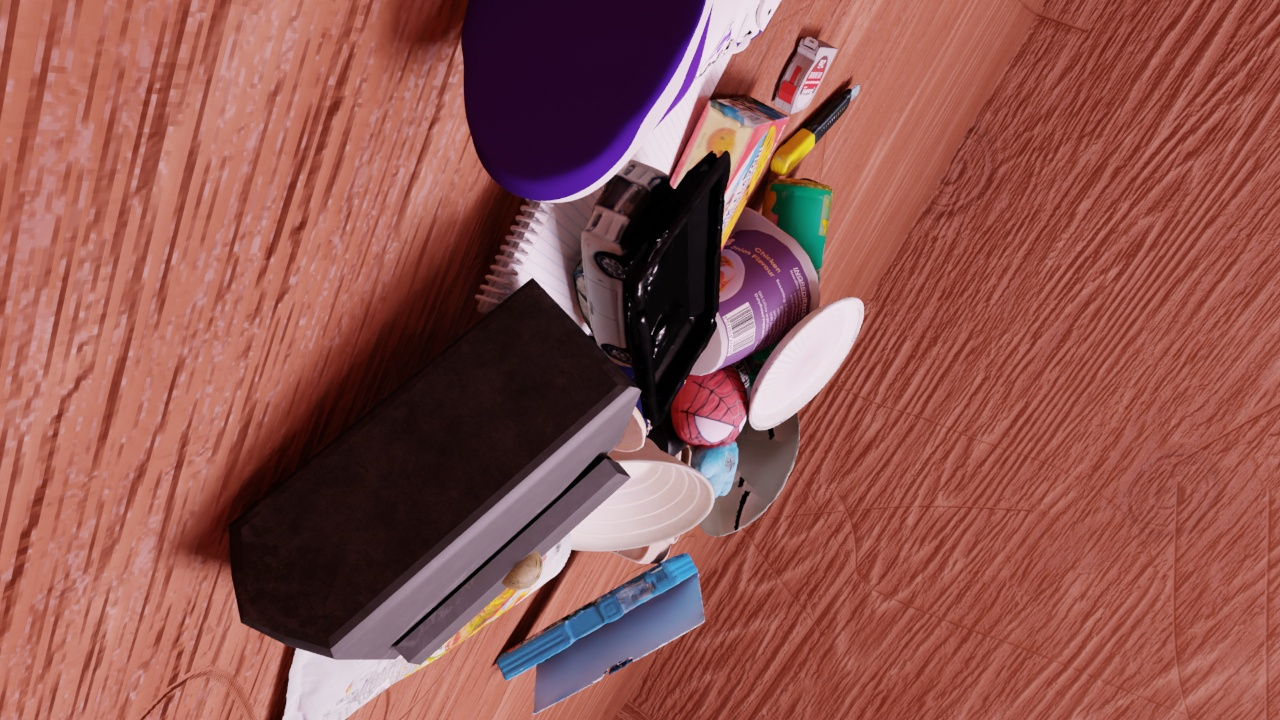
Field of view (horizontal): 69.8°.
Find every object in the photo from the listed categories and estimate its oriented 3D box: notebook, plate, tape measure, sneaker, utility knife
[{"bbox_3d":[-0.006,-0.124,0.535,0.245,0.013,0.178,-63,166,0],"label":"notebook"},{"bbox_3d":[0.155,0.002,0.871,0.156,0.014,0.157,-35,151,-23],"label":"plate"},{"bbox_3d":[0.139,-0.244,0.781,0.060,0.020,0.062,-32,152,-59],"label":"tape measure"},{"bbox_3d":[0.010,-0.160,0.395,0.244,0.092,0.111,-61,164,-12],"label":"sneaker"},{"bbox_3d":[0.185,-0.242,0.939,0.187,0.020,0.029,-45,162,-36],"label":"utility knife"}]

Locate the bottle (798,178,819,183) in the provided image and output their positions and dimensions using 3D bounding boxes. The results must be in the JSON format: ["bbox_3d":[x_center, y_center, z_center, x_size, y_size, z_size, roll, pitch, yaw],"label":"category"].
[{"bbox_3d":[0.164,-0.130,1.033,0.056,0.056,0.161,-44,160,-42],"label":"bottle"}]

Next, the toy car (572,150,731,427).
[{"bbox_3d":[0.000,-0.043,0.532,0.094,0.071,0.192,-60,167,-19],"label":"toy car"}]

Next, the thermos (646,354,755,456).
[{"bbox_3d":[0.063,0.027,0.961,0.217,0.106,0.106,-36,155,-43],"label":"thermos"}]

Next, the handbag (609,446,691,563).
[{"bbox_3d":[0.016,0.127,1.050,0.194,0.101,0.197,52,59,-75],"label":"handbag"}]

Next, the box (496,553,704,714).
[{"bbox_3d":[-0.037,0.319,1.066,0.244,0.085,0.091,-32,167,13],"label":"box"}]

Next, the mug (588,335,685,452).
[{"bbox_3d":[-0.004,0.004,0.687,0.089,0.085,0.112,-52,-170,-30],"label":"mug"}]

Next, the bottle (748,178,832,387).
[{"bbox_3d":[0.144,-0.073,0.921,0.068,0.068,0.210,-7,106,-72],"label":"bottle"}]

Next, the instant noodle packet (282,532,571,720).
[{"bbox_3d":[-0.155,0.193,0.683,0.268,0.057,0.147,-27,146,-54],"label":"instant noodle packet"}]

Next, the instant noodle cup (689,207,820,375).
[{"bbox_3d":[0.075,-0.055,0.830,0.121,0.122,0.137,-32,108,-39],"label":"instant noodle cup"}]

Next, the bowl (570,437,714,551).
[{"bbox_3d":[-0.024,0.110,0.828,0.177,0.176,0.057,103,-16,-53],"label":"bowl"}]

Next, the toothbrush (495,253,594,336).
[{"bbox_3d":[-0.055,-0.040,0.579,0.019,0.018,0.188,-59,166,0],"label":"toothbrush"}]

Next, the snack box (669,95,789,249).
[{"bbox_3d":[0.051,-0.121,0.681,0.143,0.040,0.144,-63,172,24],"label":"snack box"}]

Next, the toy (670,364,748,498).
[{"bbox_3d":[0.067,0.063,0.855,0.092,0.062,0.133,-6,89,-48],"label":"toy"}]

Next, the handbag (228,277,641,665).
[{"bbox_3d":[-0.093,0.085,0.505,0.197,0.102,0.200,-41,168,-13],"label":"handbag"}]

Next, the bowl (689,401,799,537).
[{"bbox_3d":[0.091,0.099,1.005,0.175,0.068,0.173,-43,-153,29],"label":"bowl"}]
